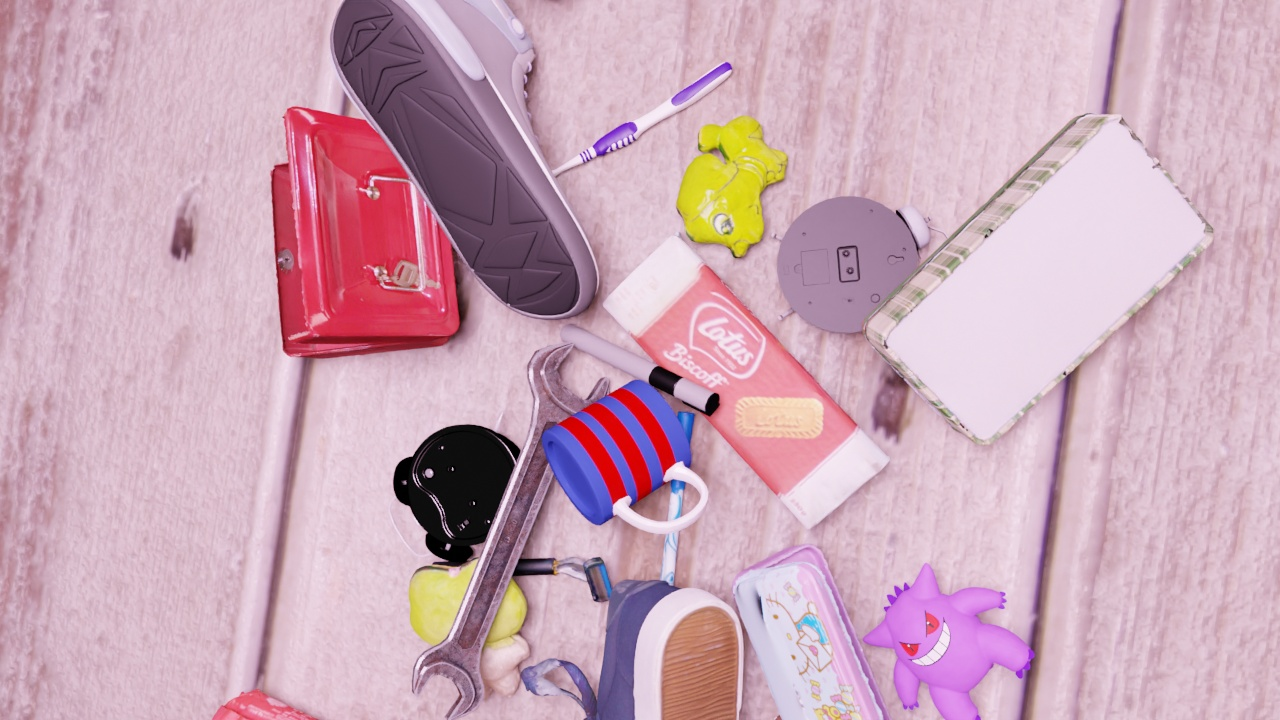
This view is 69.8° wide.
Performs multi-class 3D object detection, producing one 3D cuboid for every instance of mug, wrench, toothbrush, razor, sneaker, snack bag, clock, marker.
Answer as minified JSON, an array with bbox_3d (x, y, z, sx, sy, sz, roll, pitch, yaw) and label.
[{"bbox_3d":[-0.006,0.075,0.630,0.076,0.075,0.112,-30,57,-22],"label":"mug"},{"bbox_3d":[-0.090,0.116,0.650,0.070,0.010,0.273,28,74,-24],"label":"wrench"},{"bbox_3d":[-0.012,-0.170,0.692,0.187,0.015,0.016,-29,81,8],"label":"toothbrush"},{"bbox_3d":[-0.091,0.158,0.693,0.144,0.022,0.043,-1,124,15],"label":"razor"},{"bbox_3d":[-0.007,0.293,0.646,0.127,0.120,0.294,8,96,54],"label":"sneaker"},{"bbox_3d":[-0.251,0.310,0.690,0.176,0.082,0.082,19,91,11],"label":"snack bag"},{"bbox_3d":[-0.137,0.099,0.692,0.121,0.042,0.091,-36,81,8],"label":"clock"},{"bbox_3d":[0.156,-0.066,0.644,0.123,0.035,0.094,-5,87,10],"label":"clock"},{"bbox_3d":[0.026,0.108,0.674,0.013,0.013,0.142,6,89,12],"label":"marker"},{"bbox_3d":[-0.004,0.004,0.658,0.140,0.016,0.016,26,93,33],"label":"marker"},{"bbox_3d":[0.073,0.013,0.656,0.077,0.041,0.225,-44,82,9],"label":"snack bag"},{"bbox_3d":[-0.094,-0.162,0.660,0.093,0.160,0.257,-26,106,34],"label":"sneaker"}]

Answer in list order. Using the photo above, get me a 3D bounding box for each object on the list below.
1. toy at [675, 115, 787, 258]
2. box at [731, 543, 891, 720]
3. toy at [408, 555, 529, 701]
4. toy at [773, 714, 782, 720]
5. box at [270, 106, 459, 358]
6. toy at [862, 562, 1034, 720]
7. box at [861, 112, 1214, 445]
[{"bbox_3d":[0.065,-0.127,0.665,0.093,0.036,0.094,-36,83,0],"label":"toy"},{"bbox_3d":[0.139,0.224,0.589,0.089,0.093,0.214,-18,82,-32],"label":"box"},{"bbox_3d":[-0.122,0.200,0.679,0.092,0.043,0.118,-12,107,11],"label":"toy"},{"bbox_3d":[0.111,0.290,0.637,0.055,0.042,0.101,13,82,-10],"label":"toy"},{"bbox_3d":[-0.218,-0.082,0.688,0.166,0.151,0.157,-11,82,47],"label":"box"},{"bbox_3d":[0.203,0.188,0.615,0.088,0.055,0.106,38,105,14],"label":"toy"},{"bbox_3d":[0.255,-0.052,0.598,0.117,0.050,0.205,42,97,-11],"label":"box"}]
